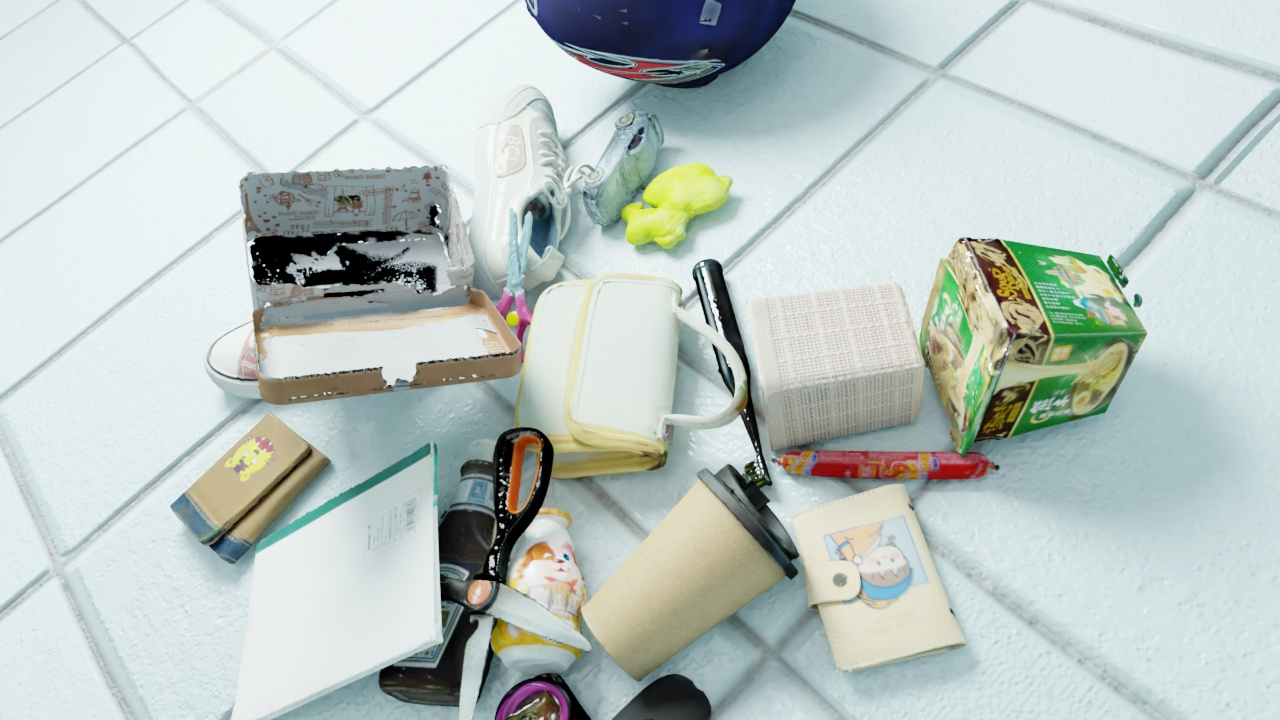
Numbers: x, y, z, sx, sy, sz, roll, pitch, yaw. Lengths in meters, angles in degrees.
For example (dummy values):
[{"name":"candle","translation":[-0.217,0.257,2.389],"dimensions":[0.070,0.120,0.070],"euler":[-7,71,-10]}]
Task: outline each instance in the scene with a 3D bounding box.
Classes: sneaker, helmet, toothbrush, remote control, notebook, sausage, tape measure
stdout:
[{"name":"sneaker","translation":[-0.097,-0.170,0.849],"dimensions":[0.091,0.089,0.241],"euler":[-13,56,28]},{"name":"helmet","translation":[-0.005,-0.390,0.869],"dimensions":[0.316,0.248,0.239],"euler":[15,44,19]},{"name":"toothbrush","translation":[0.072,0.006,0.720],"dimensions":[0.027,0.026,0.212],"euler":[-22,53,16]},{"name":"remote control","translation":[-0.012,0.255,0.577],"dimensions":[0.136,0.024,0.053],"euler":[-45,55,-14]},{"name":"notebook","translation":[-0.221,0.164,0.664],"dimensions":[0.210,0.012,0.150],"euler":[-29,50,25]},{"name":"sausage","translation":[0.170,0.074,0.647],"dimensions":[0.156,0.020,0.020],"euler":[-1,57,17]},{"name":"tape measure","translation":[-0.066,0.236,0.597],"dimensions":[0.058,0.039,0.057],"euler":[-36,54,-8]},{"name":"sneaker","translation":[-0.290,-0.031,0.820],"dimensions":[0.241,0.088,0.118],"euler":[-9,55,10]}]

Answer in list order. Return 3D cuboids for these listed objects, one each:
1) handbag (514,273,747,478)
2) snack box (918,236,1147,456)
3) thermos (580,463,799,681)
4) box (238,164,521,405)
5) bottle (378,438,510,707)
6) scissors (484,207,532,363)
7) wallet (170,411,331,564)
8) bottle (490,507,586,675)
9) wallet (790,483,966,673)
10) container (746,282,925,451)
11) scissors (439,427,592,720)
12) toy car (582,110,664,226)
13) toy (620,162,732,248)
[{"name":"handbag","translation":[-0.004,0.004,0.714],"dimensions":[0.179,0.063,0.163],"euler":[-6,56,20]},{"name":"snack box","translation":[0.264,-0.013,0.622],"dimensions":[0.105,0.118,0.118],"euler":[-1,46,-1]},{"name":"thermos","translation":[0.034,0.140,0.607],"dimensions":[0.143,0.093,0.093],"euler":[-41,54,-2]},{"name":"box","translation":[-0.212,-0.051,0.716],"dimensions":[0.178,0.111,0.259],"euler":[-8,52,-23]},{"name":"bottle","translation":[-0.132,0.150,0.675],"dimensions":[0.080,0.044,0.194],"euler":[-6,54,23]},{"name":"scissors","translation":[-0.115,-0.064,0.782],"dimensions":[0.073,0.017,0.137],"euler":[3,101,23]},{"name":"wallet","translation":[-0.330,0.105,0.776],"dimensions":[0.090,0.033,0.115],"euler":[29,65,32]},{"name":"bottle","translation":[-0.068,0.158,0.636],"dimensions":[0.063,0.063,0.108],"euler":[-7,55,12]},{"name":"wallet","translation":[0.151,0.143,0.605],"dimensions":[0.087,0.024,0.115],"euler":[-14,55,2]},{"name":"container","translation":[0.140,0.002,0.663],"dimensions":[0.111,0.090,0.090],"euler":[-10,55,8]},{"name":"scissors","translation":[-0.114,0.142,0.618],"dimensions":[0.221,0.022,0.234],"euler":[-8,52,32]},{"name":"toy car","translation":[-0.015,-0.179,0.855],"dimensions":[0.037,0.054,0.120],"euler":[15,63,28]},{"name":"toy","translation":[0.030,-0.144,0.831],"dimensions":[0.097,0.031,0.100],"euler":[8,60,25]}]
